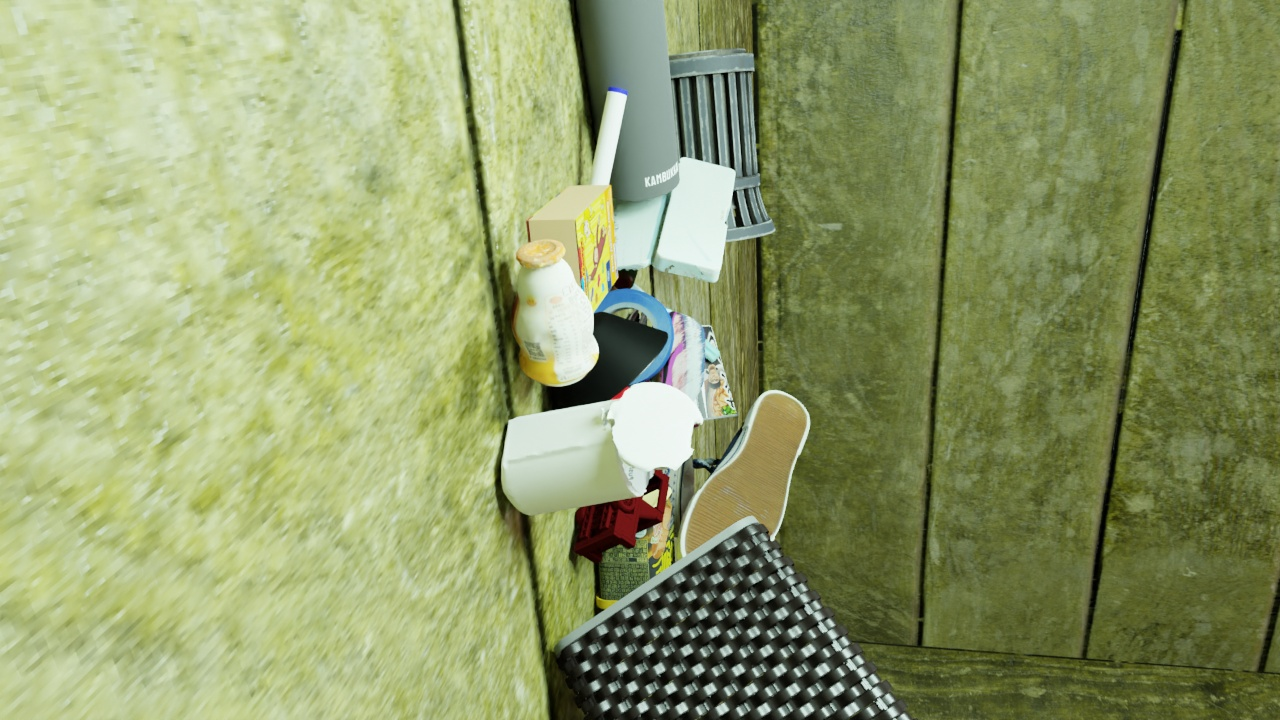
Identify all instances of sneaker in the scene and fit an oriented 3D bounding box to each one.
[{"bbox_3d":[0.111,0.166,1.125,0.293,0.121,0.128,-55,174,-43],"label":"sneaker"}]

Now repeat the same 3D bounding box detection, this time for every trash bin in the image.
[{"bbox_3d":[0.083,-0.275,1.183,0.164,0.164,0.227,-53,138,-71],"label":"trash bin"}]

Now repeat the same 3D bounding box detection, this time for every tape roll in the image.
[{"bbox_3d":[-0.015,-0.022,0.873,0.016,0.093,0.091,12,73,-78],"label":"tape roll"}]

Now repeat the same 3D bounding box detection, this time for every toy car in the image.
[{"bbox_3d":[-0.013,0.121,0.909,0.062,0.070,0.169,39,40,-25],"label":"toy car"}]

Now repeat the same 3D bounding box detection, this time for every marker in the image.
[{"bbox_3d":[-0.037,-0.183,0.861,0.020,0.020,0.141,-24,127,-77],"label":"marker"}]

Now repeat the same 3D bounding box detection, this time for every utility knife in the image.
[{"bbox_3d":[0.043,-0.050,1.130,0.168,0.016,0.022,40,49,-30],"label":"utility knife"}]

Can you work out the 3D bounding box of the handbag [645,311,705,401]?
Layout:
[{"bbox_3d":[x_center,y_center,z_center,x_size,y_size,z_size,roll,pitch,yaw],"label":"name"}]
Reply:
[{"bbox_3d":[0.032,0.021,1.056,0.169,0.068,0.145,-61,153,-69],"label":"handbag"}]

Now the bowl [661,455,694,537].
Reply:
[{"bbox_3d":[0.033,0.177,1.203,0.115,0.059,0.115,2,89,-78],"label":"bowl"}]

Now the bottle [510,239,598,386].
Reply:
[{"bbox_3d":[-0.067,-0.036,0.693,0.063,0.063,0.109,-72,159,-54],"label":"bottle"}]

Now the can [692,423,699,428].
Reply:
[{"bbox_3d":[0.057,0.038,1.298,0.063,0.063,0.114,-12,103,-78],"label":"can"}]

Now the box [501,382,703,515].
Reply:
[{"bbox_3d":[-0.026,0.065,0.674,0.081,0.161,0.092,-85,157,-43],"label":"box"}]

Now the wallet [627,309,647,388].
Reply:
[{"bbox_3d":[-0.006,0.006,1.079,0.119,0.031,0.099,-71,162,-59],"label":"wallet"}]

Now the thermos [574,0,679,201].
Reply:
[{"bbox_3d":[-0.013,-0.282,0.890,0.082,0.082,0.241,-74,161,-51],"label":"thermos"}]

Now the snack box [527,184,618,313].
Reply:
[{"bbox_3d":[-0.056,-0.095,0.799,0.125,0.040,0.088,-64,152,-64],"label":"snack box"}]

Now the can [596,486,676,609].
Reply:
[{"bbox_3d":[-0.004,0.201,1.002,0.130,0.072,0.101,-30,118,-76],"label":"can"}]

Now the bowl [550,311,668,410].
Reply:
[{"bbox_3d":[-0.041,-0.005,0.786,0.052,0.124,0.123,51,24,-13],"label":"bowl"}]

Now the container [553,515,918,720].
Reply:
[{"bbox_3d":[0.092,0.324,0.853,0.243,0.247,0.246,55,-3,24],"label":"container"}]

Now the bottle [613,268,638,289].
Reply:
[{"bbox_3d":[-0.011,-0.118,1.051,0.105,0.025,0.025,-75,162,-49],"label":"bottle"}]

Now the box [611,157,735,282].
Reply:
[{"bbox_3d":[0.027,-0.152,0.957,0.196,0.136,0.043,-76,168,-49],"label":"box"}]

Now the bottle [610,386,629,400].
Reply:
[{"bbox_3d":[-0.041,0.054,0.877,0.141,0.042,0.042,-56,145,-68],"label":"bottle"}]

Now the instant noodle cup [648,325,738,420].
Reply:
[{"bbox_3d":[0.059,0.021,1.209,0.123,0.124,0.121,12,70,-78],"label":"instant noodle cup"}]
